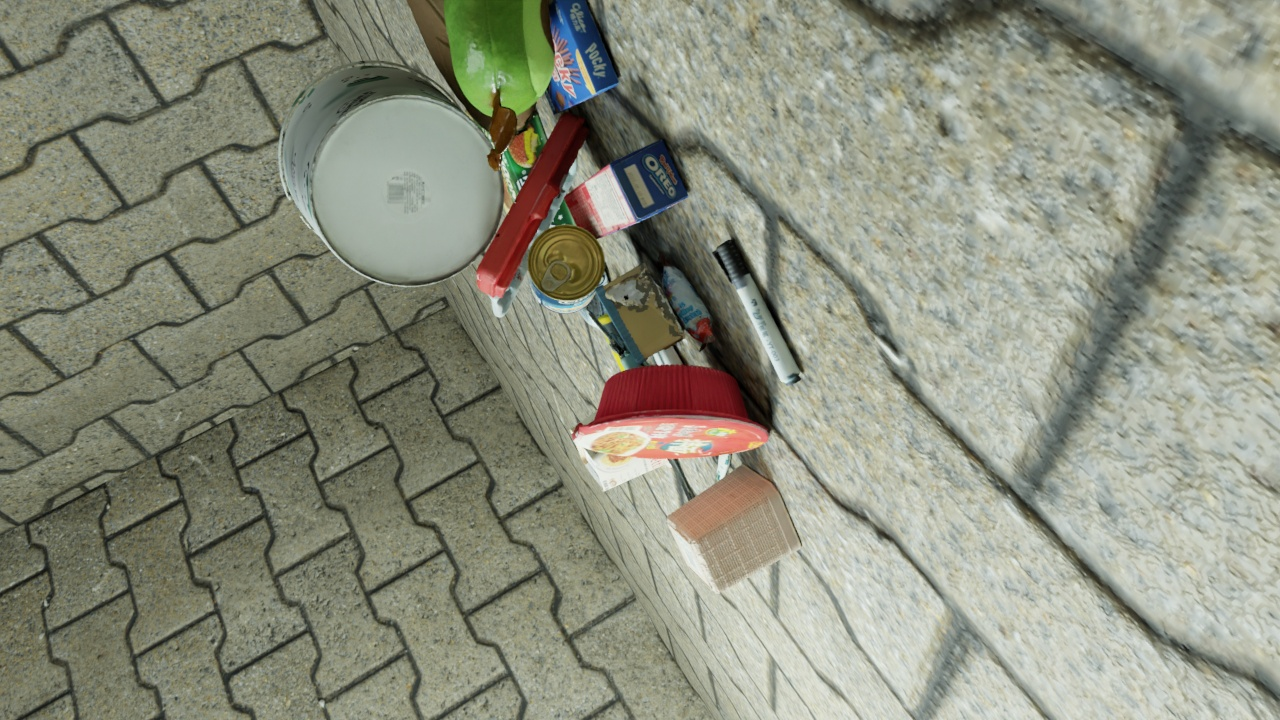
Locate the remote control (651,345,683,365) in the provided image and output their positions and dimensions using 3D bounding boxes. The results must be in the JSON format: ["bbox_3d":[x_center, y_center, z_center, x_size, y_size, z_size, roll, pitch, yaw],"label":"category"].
[{"bbox_3d":[0.054,0.039,1.075,0.136,0.020,0.056,60,166,4],"label":"remote control"}]

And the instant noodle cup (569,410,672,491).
[{"bbox_3d":[-0.022,0.111,1.289,0.116,0.124,0.116,48,162,43],"label":"instant noodle cup"}]

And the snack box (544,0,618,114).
[{"bbox_3d":[-0.069,-0.280,0.849,0.084,0.026,0.157,67,166,-15],"label":"snack box"}]

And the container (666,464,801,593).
[{"bbox_3d":[0.100,0.188,1.017,0.090,0.110,0.090,66,166,-20],"label":"container"}]

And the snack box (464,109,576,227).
[{"bbox_3d":[-0.143,-0.216,1.189,0.114,0.063,0.240,45,159,50],"label":"snack box"}]

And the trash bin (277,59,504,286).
[{"bbox_3d":[-0.260,-0.195,0.973,0.252,0.229,0.230,40,156,61],"label":"trash bin"}]

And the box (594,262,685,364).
[{"bbox_3d":[0.001,-0.046,0.940,0.090,0.059,0.184,61,180,2],"label":"box"}]

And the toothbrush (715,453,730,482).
[{"bbox_3d":[0.102,0.145,1.136,0.016,0.018,0.192,55,164,25],"label":"toothbrush"}]

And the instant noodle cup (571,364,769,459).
[{"bbox_3d":[0.030,0.051,0.917,0.194,0.194,0.065,108,162,-73],"label":"instant noodle cup"}]

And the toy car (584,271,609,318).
[{"bbox_3d":[-0.055,-0.090,1.189,0.049,0.031,0.106,43,154,43],"label":"toy car"}]

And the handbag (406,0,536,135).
[{"bbox_3d":[-0.171,-0.335,0.955,0.147,0.099,0.204,57,176,17],"label":"handbag"}]

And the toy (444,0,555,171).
[{"bbox_3d":[-0.119,-0.289,0.772,0.227,0.090,0.247,-121,27,-81],"label":"toy"}]

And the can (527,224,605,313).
[{"bbox_3d":[-0.077,-0.091,0.942,0.075,0.075,0.111,61,173,1],"label":"can"}]

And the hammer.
[{"bbox_3d":[0.027,0.088,1.131,0.323,0.031,0.126,65,164,-2],"label":"hammer"}]

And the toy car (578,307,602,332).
[{"bbox_3d":[-0.062,-0.067,1.266,0.090,0.034,0.043,50,160,34],"label":"toy car"}]

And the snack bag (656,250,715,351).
[{"bbox_3d":[0.044,-0.058,0.896,0.105,0.026,0.045,60,173,14],"label":"snack bag"}]

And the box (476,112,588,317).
[{"bbox_3d":[-0.114,-0.150,0.971,0.038,0.200,0.158,27,168,-5],"label":"box"}]

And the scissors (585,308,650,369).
[{"bbox_3d":[-0.006,0.007,1.013,0.180,0.019,0.139,48,-171,-40],"label":"scissors"}]

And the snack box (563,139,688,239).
[{"bbox_3d":[-0.019,-0.153,0.864,0.058,0.057,0.208,65,167,-9],"label":"snack box"}]

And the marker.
[{"bbox_3d":[0.096,-0.038,0.753,0.023,0.018,0.131,-23,97,34],"label":"marker"}]
